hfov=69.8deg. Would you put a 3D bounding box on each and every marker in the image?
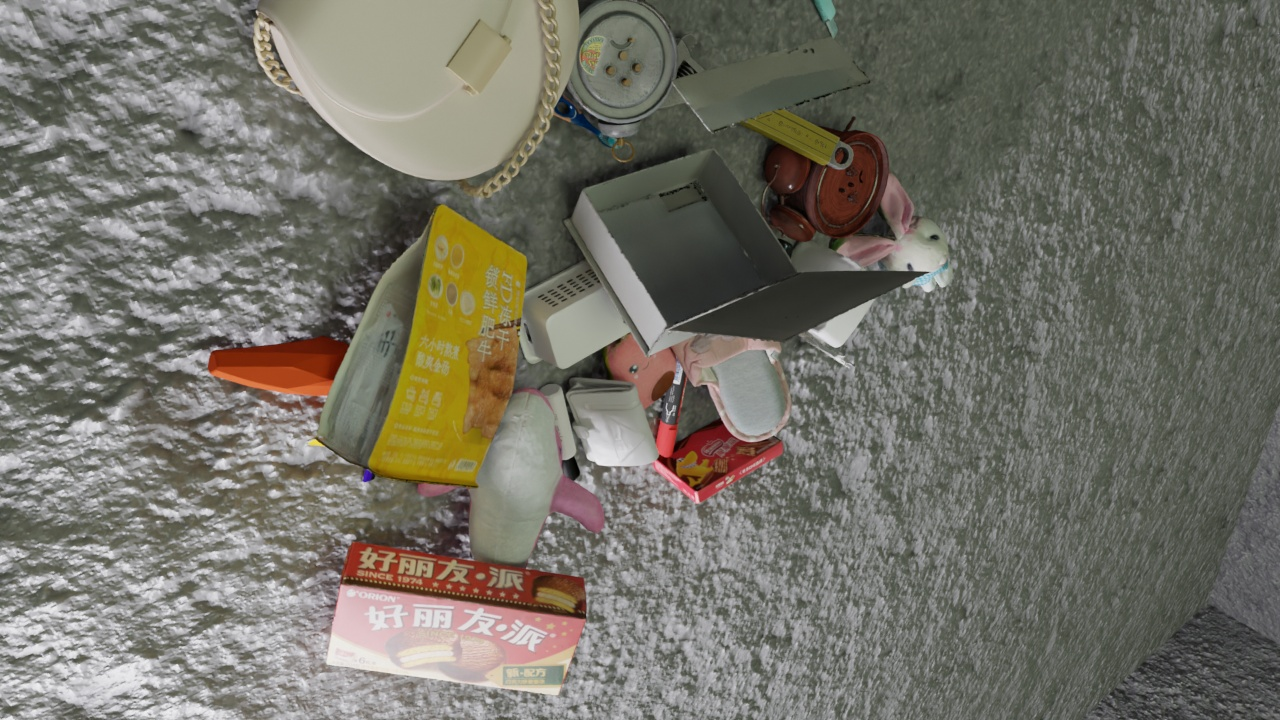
[{"bbox_3d":[-0.085,0.081,0.985,0.025,0.025,0.126,-28,129,-24],"label":"marker"},{"bbox_3d":[0.040,0.044,1.064,0.021,0.023,0.145,-4,117,-29],"label":"marker"}]

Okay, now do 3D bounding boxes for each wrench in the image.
[{"bbox_3d":[0.101,-0.243,0.899,0.273,0.018,0.083,19,94,-25],"label":"wrench"}]

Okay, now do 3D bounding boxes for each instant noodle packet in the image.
[{"bbox_3d":[-0.173,-0.010,0.799,0.163,0.084,0.221,26,83,-65],"label":"instant noodle packet"}]

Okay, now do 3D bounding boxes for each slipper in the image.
[{"bbox_3d":[0.094,-0.021,0.999,0.114,0.054,0.274,-28,115,1],"label":"slipper"}]

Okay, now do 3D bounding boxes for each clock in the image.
[{"bbox_3d":[-0.020,-0.250,0.807,0.103,0.056,0.148,-12,113,-17],"label":"clock"},{"bbox_3d":[0.198,-0.196,1.018,0.157,0.072,0.121,-31,130,-22],"label":"clock"}]

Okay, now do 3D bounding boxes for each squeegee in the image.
[{"bbox_3d":[-0.267,0.005,0.772,0.184,0.055,0.250,2,113,-48],"label":"squeegee"}]

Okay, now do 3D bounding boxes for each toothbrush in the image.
[{"bbox_3d":[-0.065,-0.224,0.830,0.135,0.017,0.021,25,96,-44],"label":"toothbrush"}]

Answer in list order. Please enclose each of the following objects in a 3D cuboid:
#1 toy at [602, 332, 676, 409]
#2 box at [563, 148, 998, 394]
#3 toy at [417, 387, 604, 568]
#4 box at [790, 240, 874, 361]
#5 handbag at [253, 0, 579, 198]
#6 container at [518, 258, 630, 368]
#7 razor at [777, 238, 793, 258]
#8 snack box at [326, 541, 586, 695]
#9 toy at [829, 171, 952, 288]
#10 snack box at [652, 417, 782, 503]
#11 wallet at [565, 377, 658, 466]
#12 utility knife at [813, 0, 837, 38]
[{"bbox_3d":[-0.006,0.006,0.986,0.090,0.051,0.110,-43,134,-8],"label":"toy"},{"bbox_3d":[0.098,-0.071,0.801,0.166,0.369,0.150,-24,125,-27],"label":"box"},{"bbox_3d":[-0.124,0.136,0.944,0.187,0.127,0.266,14,113,2],"label":"toy"},{"bbox_3d":[0.228,-0.053,1.101,0.136,0.109,0.124,29,95,-44],"label":"box"},{"bbox_3d":[-0.159,-0.251,0.694,0.208,0.103,0.210,35,90,-37],"label":"handbag"},{"bbox_3d":[-0.058,-0.047,0.915,0.129,0.049,0.081,-30,130,-22],"label":"container"},{"bbox_3d":[0.130,-0.075,1.054,0.063,0.053,0.140,20,97,-18],"label":"razor"},{"bbox_3d":[-0.179,0.256,0.906,0.236,0.060,0.113,12,119,-13],"label":"snack box"},{"bbox_3d":[0.345,-0.129,1.155,0.205,0.106,0.131,28,98,-43],"label":"toy"},{"bbox_3d":[0.092,0.113,1.101,0.132,0.089,0.021,-27,128,-25],"label":"snack box"},{"bbox_3d":[-0.031,0.069,0.982,0.032,0.086,0.116,-69,148,-45],"label":"wallet"},{"bbox_3d":[0.182,-0.380,0.939,0.022,0.015,0.129,-46,136,-3],"label":"utility knife"}]
